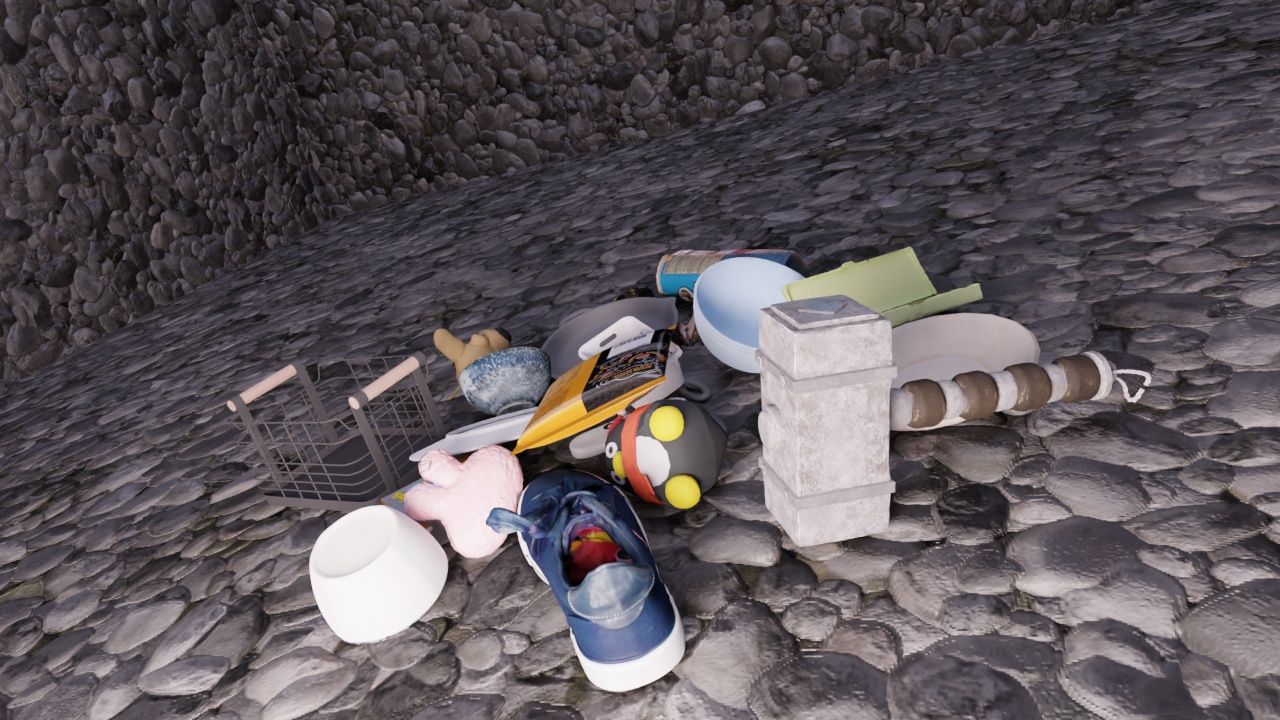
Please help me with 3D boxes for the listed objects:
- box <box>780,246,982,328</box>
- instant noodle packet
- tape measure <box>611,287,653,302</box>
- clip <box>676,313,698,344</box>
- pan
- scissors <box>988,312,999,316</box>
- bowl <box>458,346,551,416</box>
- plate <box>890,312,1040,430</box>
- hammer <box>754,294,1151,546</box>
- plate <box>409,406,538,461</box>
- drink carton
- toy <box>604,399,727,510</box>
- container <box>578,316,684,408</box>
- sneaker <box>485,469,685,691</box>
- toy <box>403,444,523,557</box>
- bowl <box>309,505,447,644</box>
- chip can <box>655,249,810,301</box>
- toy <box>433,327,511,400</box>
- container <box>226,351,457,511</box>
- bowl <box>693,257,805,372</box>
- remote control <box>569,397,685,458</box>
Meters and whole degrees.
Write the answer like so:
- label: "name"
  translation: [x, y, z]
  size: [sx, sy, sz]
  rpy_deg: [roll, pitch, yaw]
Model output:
- label: "box"
  translation: [0.260, -0.060, 0.995]
  size: [0.187, 0.064, 0.130]
  rpy_deg: [-18, 39, -25]
- label: "instant noodle packet"
  translation: [-0.041, 0.024, 0.919]
  size: [0.160, 0.032, 0.220]
  rpy_deg: [-26, 11, 11]
- label: "tape measure"
  translation: [-0.009, -0.083, 1.338]
  size: [0.067, 0.038, 0.062]
  rpy_deg: [-12, 21, 15]
- label: "clip"
  translation: [0.056, -0.039, 1.195]
  size: [0.041, 0.024, 0.060]
  rpy_deg: [-10, 26, 20]
- label: "pan"
  translation: [-0.010, -0.005, 1.154]
  size: [0.216, 0.024, 0.355]
  rpy_deg: [-31, 30, -17]
- label: "scissors"
  translation: [0.306, -0.007, 0.923]
  size: [0.179, 0.015, 0.199]
  rpy_deg: [-24, 23, -15]
- label: "bowl"
  translation: [-0.158, 0.037, 1.109]
  size: [0.114, 0.060, 0.114]
  rpy_deg: [-15, -23, -6]
- label: "plate"
  translation: [0.271, 0.016, 0.849]
  size: [0.189, 0.027, 0.188]
  rpy_deg: [-20, 25, 9]
- label: "hammer"
  translation: [0.250, 0.028, 0.713]
  size: [0.326, 0.177, 0.079]
  rpy_deg: [-8, 19, -11]
- label: "plate"
  translation: [-0.151, 0.072, 1.006]
  size: [0.208, 0.015, 0.208]
  rpy_deg: [-15, 3, 1]
- label: "drink carton"
  translation: [-0.186, 0.138, 0.912]
  size: [0.124, 0.048, 0.076]
  rpy_deg: [-27, 23, -23]
- label: "toy"
  translation: [0.015, 0.083, 0.829]
  size: [0.119, 0.097, 0.099]
  rpy_deg: [-11, 3, 38]
- label: "container"
  translation: [-0.006, 0.006, 1.051]
  size: [0.080, 0.049, 0.129]
  rpy_deg: [-36, 34, -13]
- label: "sneaker"
  translation: [-0.055, 0.129, 0.730]
  size: [0.120, 0.127, 0.294]
  rpy_deg: [-21, 19, -11]
- label: "toy"
  translation: [-0.164, 0.125, 0.853]
  size: [0.105, 0.053, 0.108]
  rpy_deg: [17, 68, 1]
- label: "bowl"
  translation: [-0.232, 0.177, 0.793]
  size: [0.116, 0.066, 0.116]
  rpy_deg: [-14, 35, 10]
- label: "chip can"
  translation: [0.127, -0.116, 1.262]
  size: [0.230, 0.080, 0.079]
  rpy_deg: [6, 31, 46]
- label: "toy"
  translation: [-0.216, 0.005, 1.225]
  size: [0.105, 0.134, 0.108]
  rpy_deg: [-53, 6, -21]
- label: "container"
  translation: [-0.352, 0.076, 1.088]
  size: [0.242, 0.130, 0.162]
  rpy_deg: [-3, 26, 34]
- label: "bowl"
  translation: [0.127, -0.040, 1.035]
  size: [0.150, 0.075, 0.150]
  rpy_deg: [5, 47, -6]
- label: "remote control"
  translation: [-0.011, 0.072, 0.987]
  size: [0.136, 0.013, 0.043]
  rpy_deg: [-22, 21, -10]
